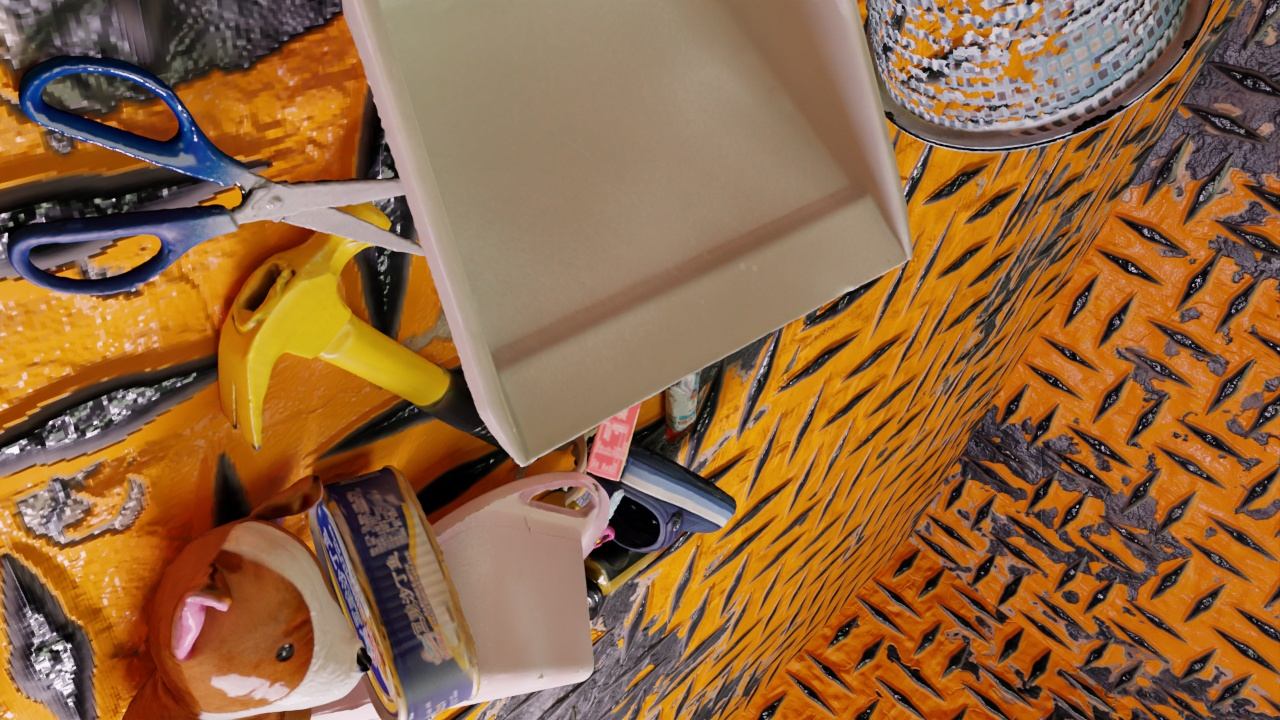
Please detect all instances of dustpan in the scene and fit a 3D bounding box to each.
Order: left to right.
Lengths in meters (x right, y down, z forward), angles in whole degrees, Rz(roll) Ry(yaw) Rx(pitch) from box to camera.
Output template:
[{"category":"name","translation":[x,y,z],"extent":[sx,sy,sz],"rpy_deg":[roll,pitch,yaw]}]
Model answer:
[{"category":"dustpan","translation":[-0.145,0.185,0.685],"extent":[0.274,0.138,0.222],"rpy_deg":[-17,159,17]},{"category":"dustpan","translation":[-0.003,-0.135,0.340],"extent":[0.222,0.257,0.143],"rpy_deg":[-27,172,-24]}]

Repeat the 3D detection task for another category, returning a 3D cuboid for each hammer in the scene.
[{"category":"hammer","translation":[-0.126,0.015,0.540],"extent":[0.128,0.033,0.300],"rpy_deg":[-50,155,-2]}]

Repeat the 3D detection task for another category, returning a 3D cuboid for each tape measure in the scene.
[{"category":"tape measure","translation":[-0.077,0.143,0.799],"extent":[0.059,0.029,0.057],"rpy_deg":[-24,142,-46]}]

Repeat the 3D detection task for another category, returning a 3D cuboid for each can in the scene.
[{"category":"can","translation":[-0.145,0.135,0.533],"extent":[0.049,0.148,0.075],"rpy_deg":[-15,162,-35]}]

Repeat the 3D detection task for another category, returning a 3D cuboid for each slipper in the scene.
[{"category":"slipper","translation":[0.010,0.131,0.836],"extent":[0.095,0.105,0.253],"rpy_deg":[-57,153,-6]}]

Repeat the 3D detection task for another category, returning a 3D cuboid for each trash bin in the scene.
[{"category":"trash bin","translation":[0.220,-0.276,0.561],"extent":[0.226,0.226,0.195],"rpy_deg":[-52,142,-1]}]

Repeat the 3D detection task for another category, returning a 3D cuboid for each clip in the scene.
[{"category":"clip","translation":[-0.047,0.072,0.712],"extent":[0.102,0.094,0.035],"rpy_deg":[-26,146,-24]}]

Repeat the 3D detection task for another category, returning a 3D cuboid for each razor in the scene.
[{"category":"razor","translation":[-0.030,0.218,0.952],"extent":[0.167,0.062,0.067],"rpy_deg":[-15,105,-60]}]

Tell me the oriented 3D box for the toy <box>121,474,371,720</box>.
[{"category":"toy","translation":[-0.213,0.167,0.496],"extent":[0.140,0.130,0.200],"rpy_deg":[-91,-164,-68]}]

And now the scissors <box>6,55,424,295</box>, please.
[{"category":"scissors","translation":[-0.157,-0.070,0.360],"extent":[0.166,0.012,0.155],"rpy_deg":[-31,142,-17]}]

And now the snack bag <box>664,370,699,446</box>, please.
[{"category":"snack bag","translation":[0.039,0.036,0.854],"extent":[0.045,0.026,0.105],"rpy_deg":[-36,149,-24]}]

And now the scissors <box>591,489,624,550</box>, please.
[{"category":"scissors","translation":[-0.034,0.135,0.764],"extent":[0.054,0.017,0.134],"rpy_deg":[-11,153,-25]}]

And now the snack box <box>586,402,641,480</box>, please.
[{"category":"snack box","translation":[-0.004,0.004,0.660],"extent":[0.075,0.025,0.153],"rpy_deg":[-66,172,-80]}]
